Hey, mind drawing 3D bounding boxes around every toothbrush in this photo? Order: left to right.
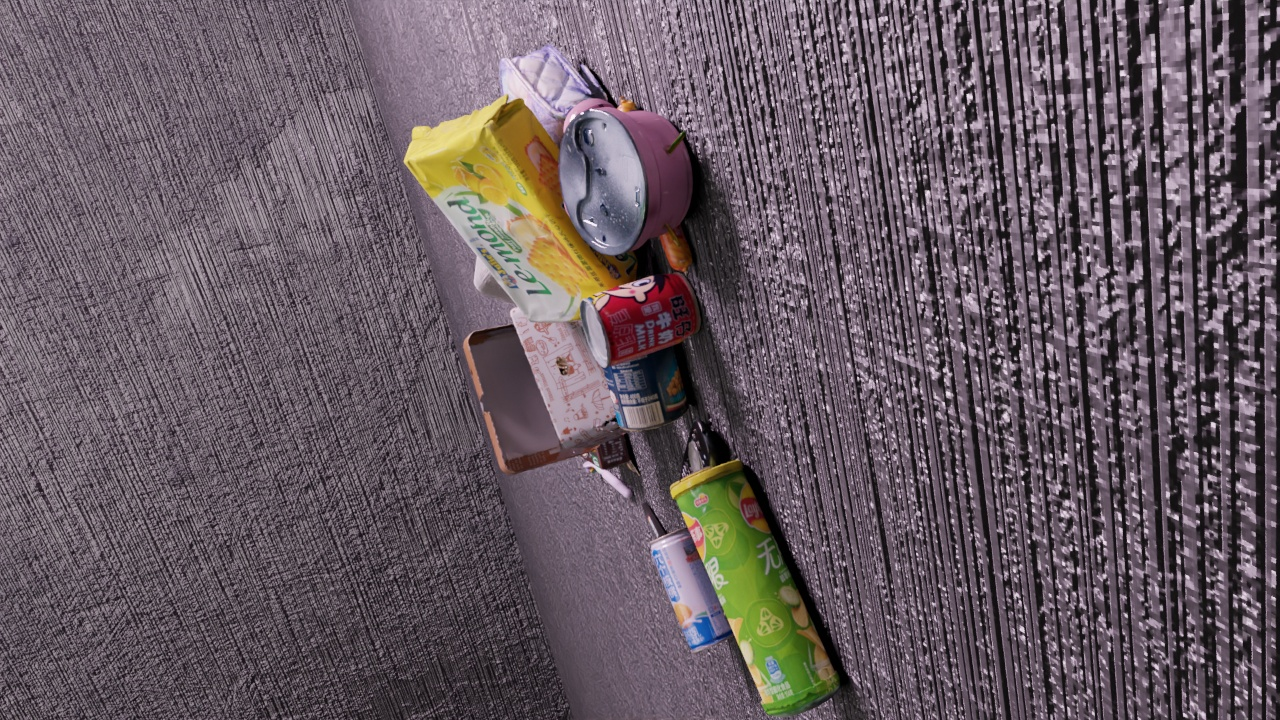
[{"bbox_3d":[-0.048,0.179,1.382,0.189,0.029,0.021,17,87,69],"label":"toothbrush"}]

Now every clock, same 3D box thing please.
[{"bbox_3d":[-0.023,-0.156,0.763,0.158,0.059,0.117,29,128,43],"label":"clock"}]

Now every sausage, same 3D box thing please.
[{"bbox_3d":[0.011,-0.151,0.790,0.021,0.021,0.165,154,96,-74],"label":"sausage"}]

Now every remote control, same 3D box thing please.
[{"bbox_3d":[0.061,0.104,0.916,0.137,0.024,0.053,99,156,-55],"label":"remote control"}]

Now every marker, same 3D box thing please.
[{"bbox_3d":[0.028,0.226,1.194,0.124,0.015,0.018,-126,24,-51],"label":"marker"}]

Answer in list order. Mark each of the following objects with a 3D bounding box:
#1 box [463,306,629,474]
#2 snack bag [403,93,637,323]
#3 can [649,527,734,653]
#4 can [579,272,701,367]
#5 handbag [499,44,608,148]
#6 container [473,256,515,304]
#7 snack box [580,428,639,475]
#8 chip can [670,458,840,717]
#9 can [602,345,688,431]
[{"bbox_3d":[-0.113,0.027,1.080,0.153,0.178,0.182,26,-139,-76],"label":"box"},{"bbox_3d":[-0.107,-0.139,0.892,0.158,0.068,0.246,-4,130,48],"label":"snack bag"},{"bbox_3d":[0.058,0.265,1.064,0.053,0.053,0.134,119,130,-69],"label":"can"},{"bbox_3d":[0.000,-0.038,0.827,0.067,0.093,0.066,161,90,-74],"label":"can"},{"bbox_3d":[-0.081,-0.213,0.930,0.134,0.075,0.194,55,160,28],"label":"handbag"},{"bbox_3d":[-0.128,-0.133,1.070,0.115,0.090,0.090,-42,39,45],"label":"container"},{"bbox_3d":[-0.054,0.097,1.261,0.113,0.053,0.125,-171,68,-72],"label":"snack box"},{"bbox_3d":[0.101,0.200,0.812,0.073,0.072,0.221,116,132,-68],"label":"chip can"},{"bbox_3d":[0.000,0.008,0.914,0.075,0.075,0.111,-150,43,-67],"label":"can"}]
